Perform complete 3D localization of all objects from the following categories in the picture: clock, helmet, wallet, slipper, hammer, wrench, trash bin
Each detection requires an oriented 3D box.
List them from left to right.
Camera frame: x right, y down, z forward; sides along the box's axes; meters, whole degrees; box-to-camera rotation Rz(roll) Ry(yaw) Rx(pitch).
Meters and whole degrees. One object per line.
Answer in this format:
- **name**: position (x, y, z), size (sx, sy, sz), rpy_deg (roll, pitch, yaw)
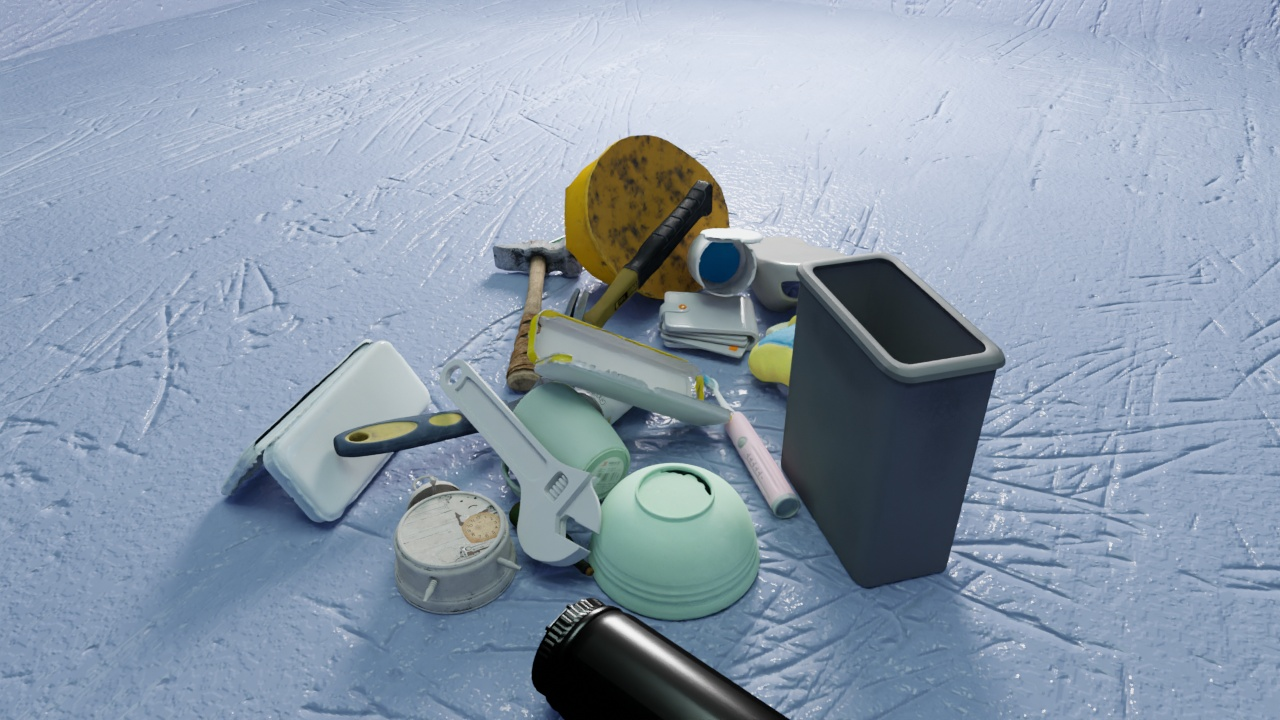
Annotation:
- **clock**: position (-0.168, 0.145, 0.792), size (0.103, 0.061, 0.157), rpy_deg (-15, 38, -22)
- **wrench**: position (-0.169, 0.059, 0.918), size (0.272, 0.022, 0.073), rpy_deg (-9, 49, -33)
- **wrench**: position (-0.123, 0.085, 0.842), size (0.086, 0.018, 0.273), rpy_deg (-50, 50, 0)
- **hammer**: position (-0.134, -0.064, 1.134), size (0.121, 0.049, 0.318), rpy_deg (-3, 35, 0)
- **helmet**: position (-0.015, -0.178, 1.197), size (0.132, 0.205, 0.254), rpy_deg (-2, -3, 44)
- **hammer**: position (0.002, -0.110, 1.072), size (0.025, 0.118, 0.331), rpy_deg (21, 50, 21)
- **wallet**: position (0.081, -0.040, 1.098), size (0.118, 0.038, 0.115), rpy_deg (3, 33, -1)
- **slipper**: position (0.186, -0.108, 1.179), size (0.113, 0.081, 0.266), rpy_deg (-2, 15, -11)
- **trash bin**: position (0.202, 0.048, 0.792), size (0.097, 0.220, 0.191), rpy_deg (-9, 34, -13)

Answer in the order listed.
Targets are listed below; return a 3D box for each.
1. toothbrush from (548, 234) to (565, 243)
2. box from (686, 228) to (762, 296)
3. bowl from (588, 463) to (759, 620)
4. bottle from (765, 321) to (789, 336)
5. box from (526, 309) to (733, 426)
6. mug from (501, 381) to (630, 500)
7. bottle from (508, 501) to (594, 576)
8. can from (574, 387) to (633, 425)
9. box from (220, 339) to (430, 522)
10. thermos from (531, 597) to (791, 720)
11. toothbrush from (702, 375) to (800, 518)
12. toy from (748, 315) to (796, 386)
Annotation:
- **toothbrush**: position (-0.087, -0.195, 1.354), size (0.016, 0.017, 0.189), rpy_deg (25, 40, 33)
- **box**: position (0.099, -0.122, 1.103), size (0.083, 0.092, 0.166), rpy_deg (9, 13, -6)
- **bowl**: position (0.029, 0.140, 0.785), size (0.151, 0.077, 0.150), rpy_deg (0, 34, 0)
- **bottle**: position (0.224, -0.058, 1.115), size (0.184, 0.045, 0.045), rpy_deg (-23, 39, -31)
- **box**: position (-0.012, 0.017, 0.916), size (0.209, 0.057, 0.117), rpy_deg (20, 18, -28)
- **mug**: position (-0.076, 0.089, 0.867), size (0.111, 0.084, 0.104), rpy_deg (-35, 49, -19)
- **bottle**: position (-0.077, 0.158, 0.804), size (0.025, 0.025, 0.106), rpy_deg (-27, 41, -34)
- **can**: position (-0.028, 0.030, 0.974), size (0.055, 0.055, 0.101), rpy_deg (20, 38, 28)
- **box**: position (-0.322, 0.071, 0.919), size (0.127, 0.106, 0.214), rpy_deg (-18, 23, 28)
- **thermos**: position (0.006, 0.235, 0.629), size (0.199, 0.086, 0.085), rpy_deg (25, 41, 33)
- **toothbrush**: position (0.104, 0.078, 0.926), size (0.027, 0.026, 0.222), rpy_deg (-44, 34, 11)
- **toy**: position (0.230, -0.015, 1.017), size (0.213, 0.084, 0.149), rpy_deg (-20, 40, -24)
